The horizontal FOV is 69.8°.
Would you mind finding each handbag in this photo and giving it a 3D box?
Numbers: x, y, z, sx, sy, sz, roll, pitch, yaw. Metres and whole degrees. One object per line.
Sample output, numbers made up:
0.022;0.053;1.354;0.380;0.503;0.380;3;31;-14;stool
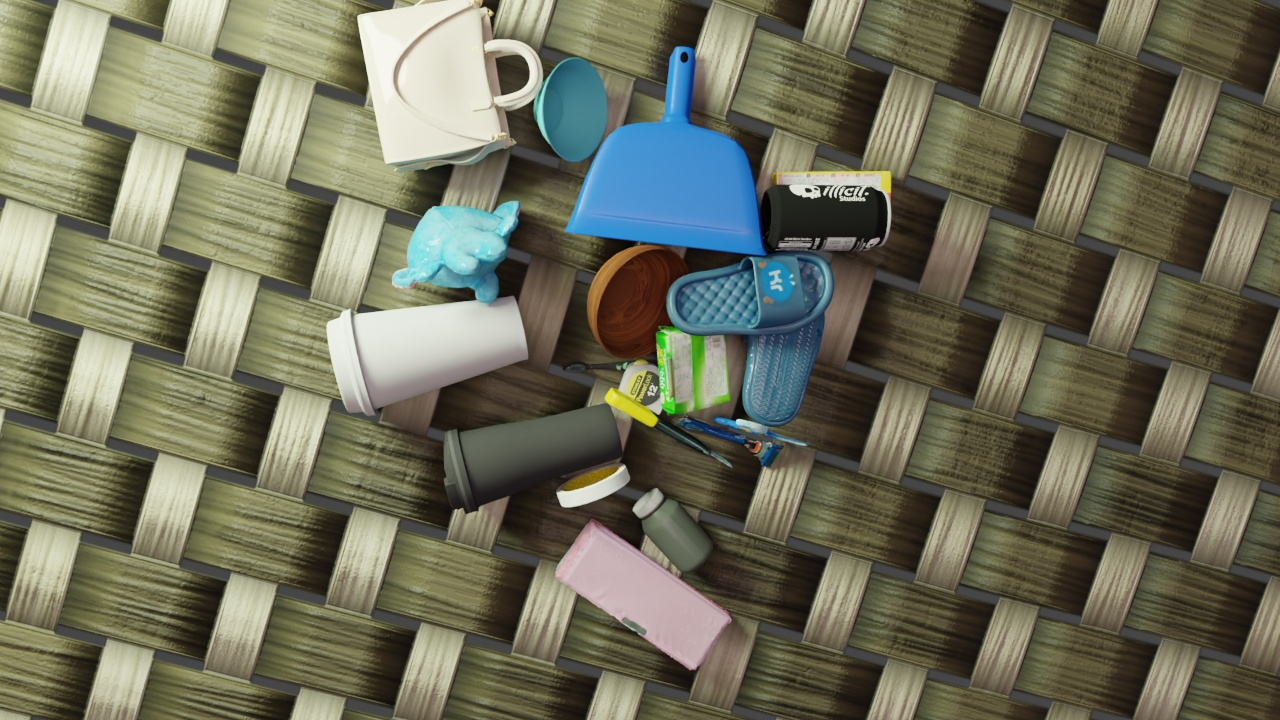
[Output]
-0.213;-0.332;1.084;0.198;0.101;0.194;-9;95;8;handbag

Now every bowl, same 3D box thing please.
-0.096;-0.308;1.125;0.046;0.121;0.121;13;95;35;bowl
-0.015;-0.082;1.145;0.147;0.069;0.147;-22;128;-31;bowl

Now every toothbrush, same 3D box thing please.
-0.007;0.007;1.190;0.188;0.017;0.014;-2;101;-6;toothbrush

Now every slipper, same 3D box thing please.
0.138;-0.079;1.124;0.213;0.059;0.103;-11;81;-7;slipper
0.180;-0.019;1.182;0.103;0.059;0.213;10;81;-10;slipper

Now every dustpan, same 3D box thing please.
0.044;-0.265;1.131;0.245;0.059;0.257;6;88;-3;dustpan

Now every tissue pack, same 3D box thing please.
0.066;0.009;1.169;0.099;0.034;0.114;-8;98;-34;tissue pack

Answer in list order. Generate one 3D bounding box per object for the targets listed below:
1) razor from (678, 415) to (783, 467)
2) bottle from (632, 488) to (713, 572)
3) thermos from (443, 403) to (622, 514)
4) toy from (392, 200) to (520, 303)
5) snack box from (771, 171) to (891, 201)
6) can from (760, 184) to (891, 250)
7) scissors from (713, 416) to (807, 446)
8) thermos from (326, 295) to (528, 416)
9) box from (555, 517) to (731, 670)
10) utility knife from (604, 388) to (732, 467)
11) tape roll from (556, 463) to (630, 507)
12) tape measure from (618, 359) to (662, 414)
0.117;0.100;1.207;0.141;0.018;0.044;21;129;-5;razor
0.041;0.220;1.191;0.060;0.060;0.108;-41;97;0;bottle
-0.137;0.115;1.151;0.218;0.106;0.106;-15;96;-8;thermos
-0.201;-0.123;1.088;0.183;0.181;0.115;-34;121;-15;toy
0.247;-0.206;1.186;0.152;0.025;0.075;-1;95;-4;snack box
0.226;-0.176;1.133;0.146;0.080;0.080;0;95;-4;can
0.154;0.089;1.172;0.125;0.125;0.016;15;87;9;scissors
-0.255;-0.016;1.119;0.221;0.131;0.131;-13;96;-11;thermos
0.004;0.309;1.211;0.233;0.041;0.098;35;84;-7;box
0.040;0.091;1.183;0.197;0.028;0.020;30;103;-17;utility knife
-0.060;0.157;1.160;0.094;0.094;0.019;-21;96;-3;tape roll
0.008;0.034;1.185;0.065;0.016;0.064;21;102;-14;tape measure
